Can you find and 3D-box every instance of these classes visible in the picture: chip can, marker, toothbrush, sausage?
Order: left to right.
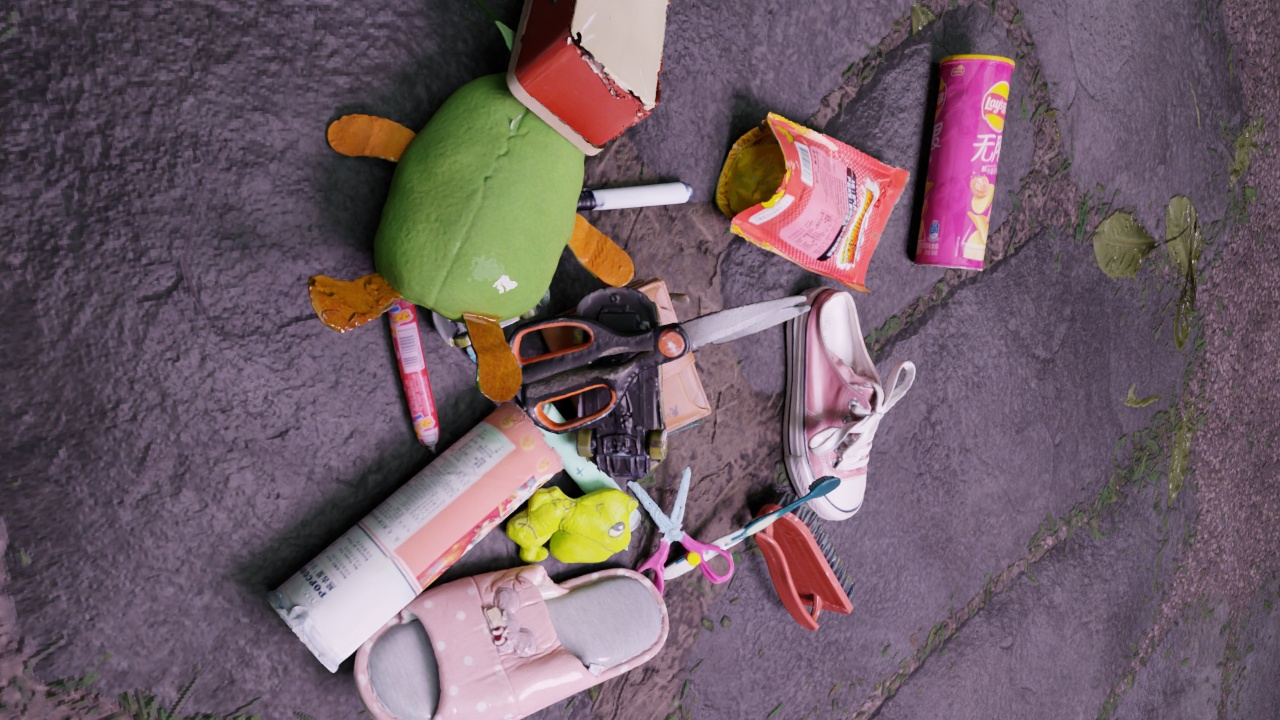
[{"bbox_3d":[-0.166,-0.004,0.662,0.020,0.020,0.156,-18,109,-32],"label":"sausage"},{"bbox_3d":[-0.157,0.121,0.661,0.214,0.071,0.071,-41,119,-22],"label":"chip can"},{"bbox_3d":[-0.066,0.064,0.741,0.027,0.026,0.224,-28,121,13],"label":"toothbrush"},{"bbox_3d":[-0.012,-0.135,0.746,0.130,0.018,0.022,-12,96,-33],"label":"marker"},{"bbox_3d":[0.101,0.153,0.850,0.191,0.018,0.016,-27,113,-5],"label":"toothbrush"},{"bbox_3d":[0.331,-0.199,0.941,0.071,0.071,0.210,1,99,-35],"label":"chip can"}]

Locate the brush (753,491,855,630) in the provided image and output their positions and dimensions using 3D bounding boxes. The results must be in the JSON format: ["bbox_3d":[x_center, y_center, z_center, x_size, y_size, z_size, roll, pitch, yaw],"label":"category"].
[{"bbox_3d":[0.154,0.197,0.899,0.069,0.063,0.146,-49,122,-33],"label":"brush"}]

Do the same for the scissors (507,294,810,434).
[{"bbox_3d":[0.005,-0.022,0.662,0.235,0.021,0.136,-37,95,18],"label":"scissors"}]

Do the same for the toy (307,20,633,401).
[{"bbox_3d":[-0.108,-0.101,0.624,0.227,0.090,0.246,27,68,-13],"label":"toy"}]

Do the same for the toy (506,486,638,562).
[{"bbox_3d":[-0.054,0.136,0.749,0.100,0.031,0.097,35,103,-27],"label":"toy"}]

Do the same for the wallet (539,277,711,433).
[{"bbox_3d":[-0.004,0.004,0.753,0.119,0.035,0.131,-23,113,-2],"label":"wallet"}]

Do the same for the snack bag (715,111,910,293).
[{"bbox_3d":[0.168,-0.143,0.847,0.207,0.073,0.128,12,96,-41],"label":"snack bag"}]

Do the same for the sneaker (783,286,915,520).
[{"bbox_3d":[0.197,0.049,0.885,0.118,0.088,0.241,-16,108,-32],"label":"sneaker"}]

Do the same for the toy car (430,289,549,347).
[{"bbox_3d":[-0.113,-0.043,0.681,0.091,0.036,0.043,-26,111,-23],"label":"toy car"}]

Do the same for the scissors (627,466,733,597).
[{"bbox_3d":[0.024,0.162,0.819,0.125,0.017,0.133,-39,104,1],"label":"scissors"}]

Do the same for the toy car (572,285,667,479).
[{"bbox_3d":[-0.014,0.018,0.709,0.070,0.042,0.158,2,108,9],"label":"toy car"}]

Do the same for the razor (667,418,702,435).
[{"bbox_3d":[0.016,0.004,0.786,0.043,0.028,0.133,-19,112,-3],"label":"razor"}]

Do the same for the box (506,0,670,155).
[{"bbox_3d":[-0.024,-0.236,0.633,0.091,0.080,0.168,33,48,-34],"label":"box"}]

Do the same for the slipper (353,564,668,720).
[{"bbox_3d":[-0.085,0.216,0.714,0.273,0.055,0.114,-2,57,-37],"label":"slipper"}]
